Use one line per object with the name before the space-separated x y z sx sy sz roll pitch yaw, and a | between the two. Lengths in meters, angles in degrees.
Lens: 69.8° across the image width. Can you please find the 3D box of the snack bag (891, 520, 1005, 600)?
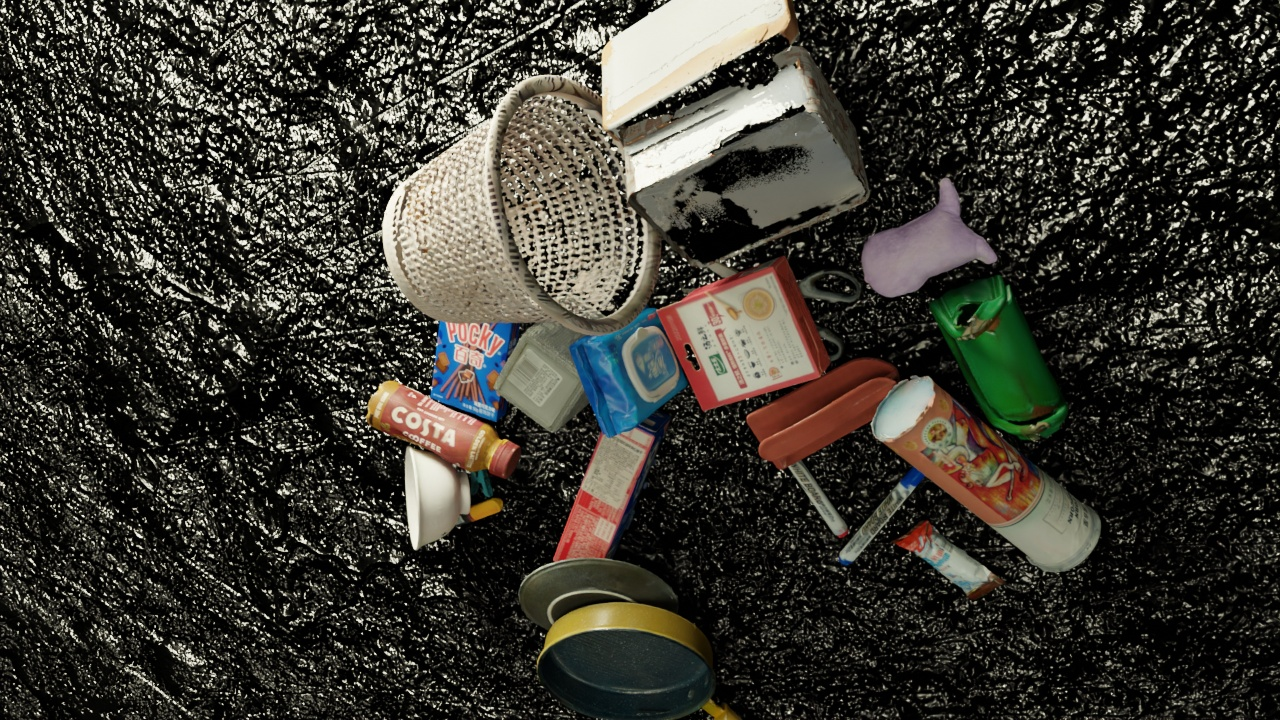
snack bag | 0.302 0.197 0.901 0.104 0.026 0.048 40 130 2

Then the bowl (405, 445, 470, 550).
bowl | -0.231 0.154 1.053 0.064 0.118 0.118 -4 114 -20

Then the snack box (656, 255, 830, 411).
snack box | 0.098 -0.024 0.871 0.127 0.044 0.113 -19 103 30

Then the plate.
plate | -0.047 0.277 1.017 0.179 0.024 0.180 1 135 1

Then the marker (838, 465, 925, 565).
marker | 0.242 0.151 0.911 0.017 0.016 0.146 34 118 5

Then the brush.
brush | 0.175 0.046 0.858 0.146 0.069 0.063 -31 98 19

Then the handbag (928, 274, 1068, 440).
handbag | 0.301 -0.002 0.773 0.068 0.120 0.131 -26 97 21

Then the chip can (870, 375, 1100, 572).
chip can | 0.303 0.100 0.805 0.214 0.071 0.071 36 119 -15

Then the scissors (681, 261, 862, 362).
scissors | 0.129 -0.058 0.875 0.160 0.014 0.170 -28 97 27

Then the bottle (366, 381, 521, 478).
bottle | -0.219 0.080 1.031 0.175 0.057 0.058 23 116 11

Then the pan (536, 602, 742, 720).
pan | 0.054 0.383 1.030 0.357 0.078 0.198 24 130 -15

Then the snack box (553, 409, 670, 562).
snack box | -0.031 0.139 0.985 0.058 0.057 0.208 27 117 11

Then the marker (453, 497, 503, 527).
marker | -0.212 0.186 1.095 0.124 0.015 0.018 -23 102 29

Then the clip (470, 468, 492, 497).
clip | -0.187 0.133 1.064 0.049 0.015 0.057 2 112 22

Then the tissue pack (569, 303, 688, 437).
tissue pack | -0.005 0.005 0.870 0.052 0.156 0.095 -18 99 32

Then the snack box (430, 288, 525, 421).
snack box | -0.178 -0.017 0.996 0.084 0.026 0.157 19 115 13

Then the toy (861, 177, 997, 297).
toy | 0.242 -0.099 0.803 0.108 0.038 0.084 -29 83 32

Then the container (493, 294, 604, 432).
container | -0.079 0.004 0.918 0.090 0.114 0.090 36 118 4

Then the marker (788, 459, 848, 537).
marker | 0.166 0.118 0.926 0.017 0.017 0.145 -32 96 27

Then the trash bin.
trash bin | -0.121 -0.122 0.845 0.193 0.226 0.227 -9 107 36

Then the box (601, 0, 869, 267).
box | 0.075 -0.218 0.797 0.183 0.192 0.157 -20 144 25
